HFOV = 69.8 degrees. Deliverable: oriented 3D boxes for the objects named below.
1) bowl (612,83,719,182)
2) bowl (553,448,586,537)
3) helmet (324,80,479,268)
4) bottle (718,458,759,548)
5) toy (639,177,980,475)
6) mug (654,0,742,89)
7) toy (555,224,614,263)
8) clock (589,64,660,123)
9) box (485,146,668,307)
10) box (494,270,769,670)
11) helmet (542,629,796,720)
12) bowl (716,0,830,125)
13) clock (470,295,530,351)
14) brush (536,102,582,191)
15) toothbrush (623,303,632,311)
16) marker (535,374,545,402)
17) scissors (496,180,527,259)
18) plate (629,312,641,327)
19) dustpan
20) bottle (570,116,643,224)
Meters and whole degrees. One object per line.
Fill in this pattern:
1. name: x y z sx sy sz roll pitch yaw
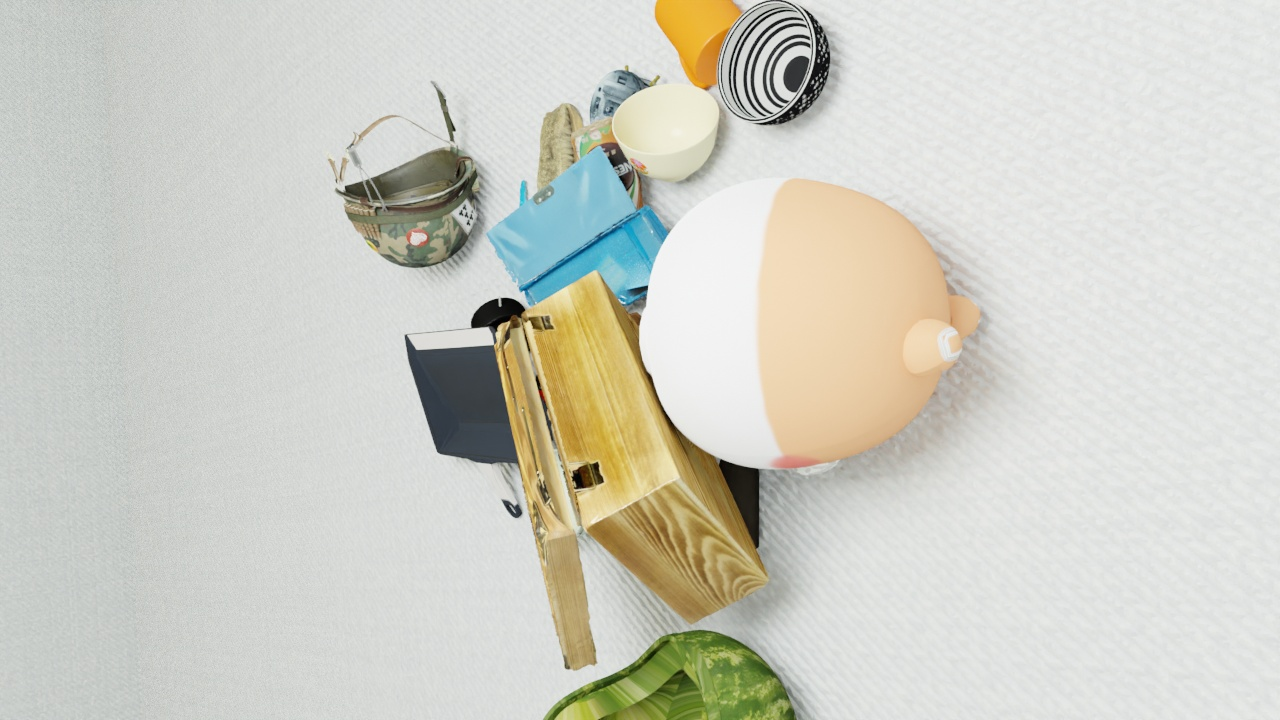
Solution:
1. bowl: 0.033 -0.243 1.030 0.118 0.117 0.074 46 163 34
2. bowl: -0.084 0.169 1.165 0.118 0.061 0.117 0 90 45
3. helmet: -0.328 -0.248 1.302 0.225 0.192 0.236 5 121 57
4. bottle: 0.105 0.109 0.988 0.045 0.045 0.184 1 91 45
5. toy: 0.143 -0.027 0.808 0.281 0.262 0.266 2 104 27
6. mug: 0.068 -0.351 1.009 0.096 0.077 0.113 60 156 26
7. toy: -0.071 -0.138 1.148 0.113 0.067 0.087 -44 84 22
8. clock: -0.020 -0.286 1.103 0.090 0.052 0.129 33 112 39
9. box: -0.072 -0.130 1.093 0.232 0.033 0.174 -25 103 41
10. box: -0.053 0.104 0.894 0.221 0.259 0.278 -27 47 7
11. helmet: 0.047 0.404 0.918 0.243 0.247 0.213 58 167 -23
12. bowl: 0.144 -0.296 0.931 0.120 0.066 0.120 0 91 45
13. clock: -0.195 -0.033 1.253 0.121 0.091 0.042 -53 46 26
14. brush: -0.103 -0.238 1.191 0.059 0.043 0.195 4 92 44
15. toothbrush: -0.002 -0.087 1.113 0.187 0.016 0.015 -51 60 32
16. marker: -0.124 0.009 1.231 0.023 0.021 0.145 31 112 32
17. scissors: -0.156 -0.178 1.268 0.138 0.012 0.127 -54 55 28
18. plate: -0.007 0.007 1.112 0.132 0.025 0.131 0 91 45
19. dustpan: -0.217 0.091 1.254 0.237 0.079 0.273 -2 127 48
20. bottle: -0.025 -0.197 1.073 0.059 0.059 0.167 -4 115 44
